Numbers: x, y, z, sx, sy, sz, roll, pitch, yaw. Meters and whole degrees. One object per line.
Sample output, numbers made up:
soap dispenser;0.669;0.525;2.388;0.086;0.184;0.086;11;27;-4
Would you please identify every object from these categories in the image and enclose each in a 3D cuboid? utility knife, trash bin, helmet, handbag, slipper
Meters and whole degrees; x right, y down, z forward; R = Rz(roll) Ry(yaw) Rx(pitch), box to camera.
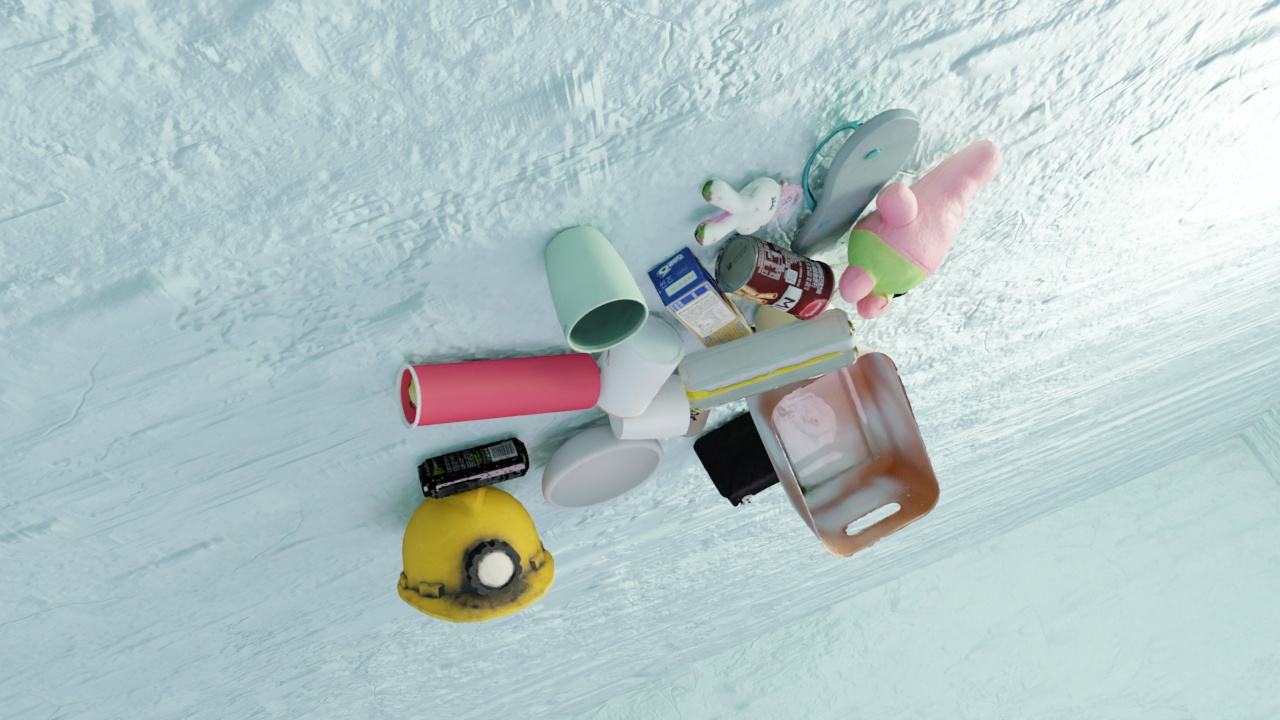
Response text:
utility knife;0.253;-0.182;1.036;0.022;0.015;0.177;-15;153;-18
trash bin;0.270;0.109;1.268;0.181;0.157;0.260;-27;109;-4
helmet;-0.226;0.230;1.212;0.205;0.131;0.256;-12;-168;-23
handbag;0.179;0.154;1.425;0.154;0.125;0.115;-28;151;5
slipper;0.218;-0.194;0.964;0.098;0.054;0.269;-20;162;-12

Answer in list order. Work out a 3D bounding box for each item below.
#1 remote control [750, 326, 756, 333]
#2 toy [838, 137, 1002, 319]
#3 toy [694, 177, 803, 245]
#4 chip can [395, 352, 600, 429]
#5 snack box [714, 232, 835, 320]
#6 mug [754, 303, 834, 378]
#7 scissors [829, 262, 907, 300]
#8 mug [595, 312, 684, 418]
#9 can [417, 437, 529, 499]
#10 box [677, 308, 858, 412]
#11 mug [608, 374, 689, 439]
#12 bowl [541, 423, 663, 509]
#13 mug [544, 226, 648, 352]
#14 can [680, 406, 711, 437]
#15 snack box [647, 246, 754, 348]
remote control;0.162;-0.036;1.210;0.136;0.013;0.033;-11;148;-23
toy;0.309;-0.154;1.028;0.237;0.097;0.192;-49;154;8
toy;0.113;-0.158;0.946;0.122;0.038;0.079;-15;143;-21
chip can;-0.155;0.031;1.028;0.220;0.069;0.069;-4;146;-32
snack box;0.150;-0.093;1.024;0.121;0.072;0.072;15;134;-33
mug;0.205;-0.038;1.139;0.096;0.099;0.120;-25;143;-7
scissors;0.322;-0.129;1.175;0.203;0.015;0.202;8;137;-47
mug;-0.006;0.006;1.084;0.082;0.082;0.106;-2;144;-35
can;-0.213;0.138;1.178;0.137;0.054;0.054;-13;149;-19
box;0.148;-0.002;1.071;0.210;0.067;0.070;-19;155;5
mug;0.004;0.064;1.209;0.087;0.081;0.114;-7;179;-17
bowl;-0.059;0.137;1.278;0.176;0.066;0.177;-18;151;-11
mug;-0.039;-0.071;0.907;0.111;0.104;0.084;12;135;-47
can;0.074;0.050;1.246;0.054;0.054;0.136;-14;150;-18
snack box;0.079;-0.057;1.070;0.056;0.057;0.206;-32;150;11
